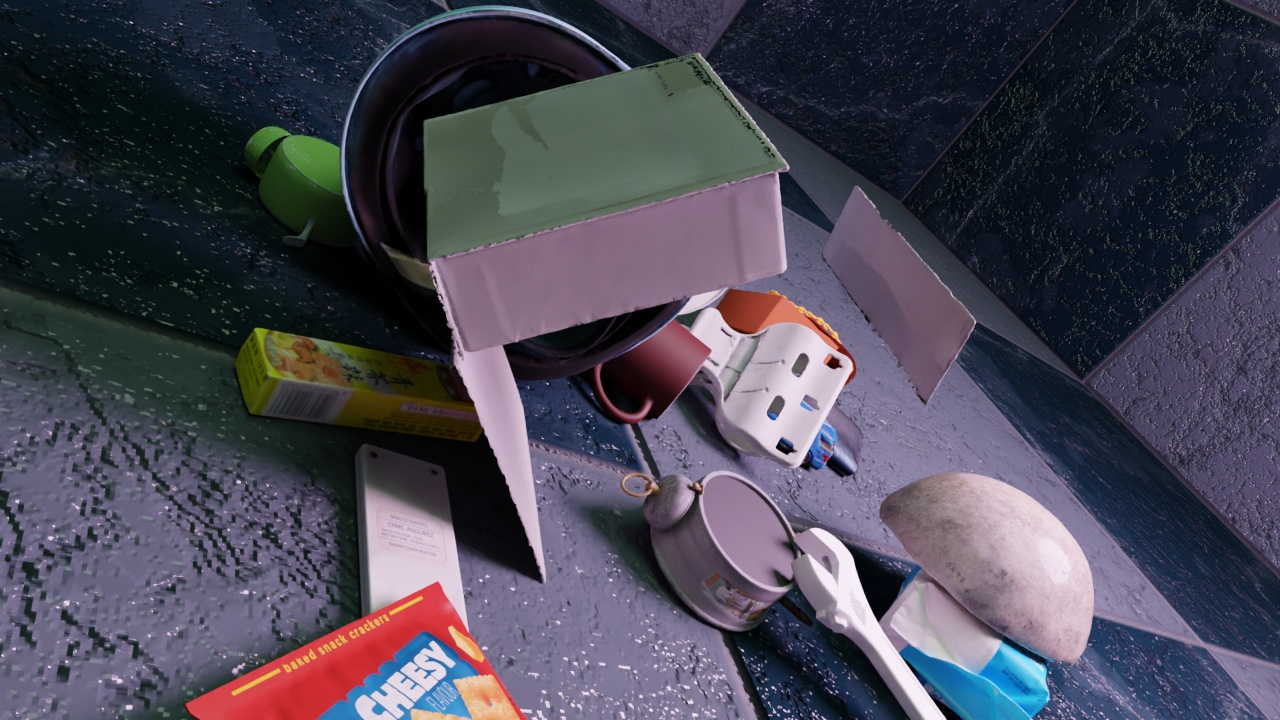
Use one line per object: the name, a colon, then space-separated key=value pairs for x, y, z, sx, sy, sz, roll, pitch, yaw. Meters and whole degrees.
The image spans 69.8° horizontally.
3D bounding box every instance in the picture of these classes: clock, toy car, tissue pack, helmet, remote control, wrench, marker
clock: x=-0.232 y=-0.127 z=0.666 sx=0.094 sy=0.043 sz=0.119 roll=10 pitch=35 yaw=-50
toy car: x=0.135 y=0.054 z=0.874 sx=0.120 sy=0.044 sz=0.056 roll=35 pitch=23 yaw=-7
clock: x=0.047 y=0.117 z=0.607 sx=0.148 sy=0.056 sz=0.103 roll=36 pitch=31 yaw=-18
tissue pack: x=0.254 y=0.209 z=0.713 sx=0.117 sy=0.066 sz=0.209 roll=41 pitch=16 yaw=18
helmet: x=-0.084 y=-0.124 z=0.640 sx=0.266 sy=0.225 sz=0.166 roll=56 pitch=8 yaw=-37
remote control: x=-0.116 y=0.097 z=0.459 sx=0.050 sy=0.011 sz=0.135 roll=23 pitch=27 yaw=-32
wrench: x=0.183 y=0.227 z=0.590 sx=0.273 sy=0.018 sz=0.066 roll=55 pitch=27 yaw=8
marker: x=0.260 y=0.276 z=0.685 sx=0.142 sy=0.013 sz=0.013 roll=36 pitch=23 yaw=-5

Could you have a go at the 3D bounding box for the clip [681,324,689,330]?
clip: x=0.059 y=-0.012 z=0.905 sx=0.076 sy=0.045 sz=0.023 roll=20 pitch=27 yaw=-35

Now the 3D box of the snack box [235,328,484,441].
snack box: x=-0.153 y=0.017 z=0.530 sx=0.147 sy=0.029 sz=0.040 roll=14 pitch=34 yaw=-45

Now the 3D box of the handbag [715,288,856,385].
handbag: x=0.150 y=-0.028 z=0.950 sx=0.109 sy=0.060 sz=0.172 roll=37 pitch=-1 yaw=-13

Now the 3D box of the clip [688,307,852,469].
clip: x=0.101 y=0.016 z=0.815 sx=0.144 sy=0.075 sz=0.124 roll=27 pitch=63 yaw=13

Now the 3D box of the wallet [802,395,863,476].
wallet: x=0.192 y=0.068 z=0.956 sx=0.089 sy=0.026 sz=0.114 roll=40 pitch=23 yaw=0

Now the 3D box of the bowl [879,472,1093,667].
bowl: x=0.277 y=0.140 z=0.700 sx=0.178 sy=0.081 sz=0.178 roll=33 pitch=12 yaw=-8

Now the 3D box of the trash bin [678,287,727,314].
trash bin: x=0.012 y=-0.127 z=0.839 sx=0.133 sy=0.133 sz=0.161 roll=21 pitch=23 yaw=-36

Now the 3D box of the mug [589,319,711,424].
mug: x=-0.004 y=0.004 z=0.739 sx=0.082 sy=0.073 sz=0.105 roll=39 pitch=52 yaw=1

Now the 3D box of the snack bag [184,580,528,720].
snack bag: x=-0.079 y=0.163 z=0.353 sx=0.144 sy=0.039 sz=0.130 roll=47 pitch=25 yaw=15

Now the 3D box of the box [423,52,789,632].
box: x=-0.065 y=0.013 z=0.532 sx=0.171 sy=0.381 sz=0.167 roll=10 pitch=32 yaw=-19
